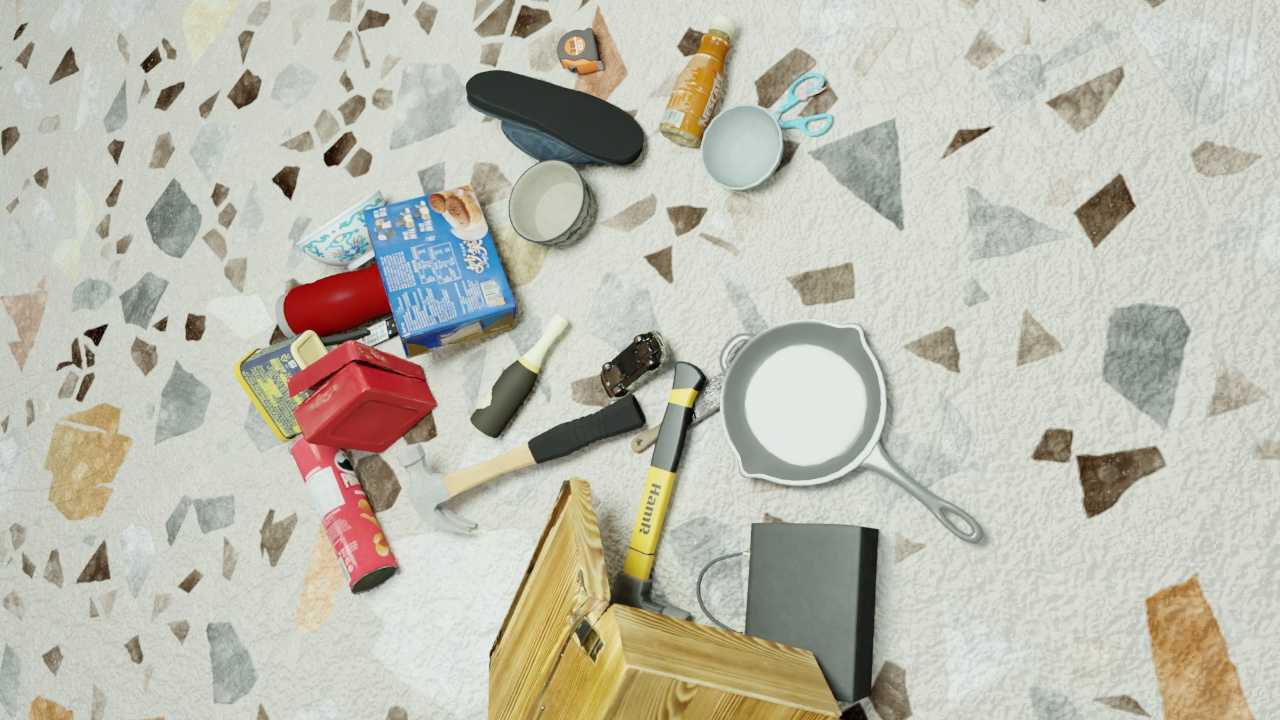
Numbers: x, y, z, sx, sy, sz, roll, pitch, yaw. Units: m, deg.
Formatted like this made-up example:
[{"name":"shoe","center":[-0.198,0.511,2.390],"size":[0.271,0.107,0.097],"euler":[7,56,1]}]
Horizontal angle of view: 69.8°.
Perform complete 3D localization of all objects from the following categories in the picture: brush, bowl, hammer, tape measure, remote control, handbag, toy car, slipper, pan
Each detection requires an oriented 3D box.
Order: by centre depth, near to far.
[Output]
[{"name":"handbag","center":[0.151,0.264,1.009],"size":[0.196,0.072,0.175],"euler":[0,79,29]},{"name":"pan","center":[0.231,0.084,1.030],"size":[0.354,0.024,0.216],"euler":[40,96,26]},{"name":"hammer","center":[0.015,0.159,1.103],"size":[0.170,0.034,0.324],"euler":[14,88,28]},{"name":"brush","center":[0.049,0.068,1.124],"size":[0.151,0.012,0.039],"euler":[-33,68,16]},{"name":"bowl","center":[0.131,-0.260,1.137],"size":[0.106,0.039,0.106],"euler":[-2,87,27]},{"name":"toy car","center":[-0.007,0.007,1.151],"size":[0.113,0.040,0.048],"euler":[-39,65,32]},{"name":"hammer","center":[-0.149,0.122,1.173],"size":[0.329,0.039,0.131],"euler":[-22,97,14]},{"name":"bowl","center":[-0.113,-0.204,1.231],"size":[0.116,0.059,0.115],"euler":[-6,77,24]},{"name":"slipper","center":[-0.117,-0.313,1.254],"size":[0.266,0.084,0.108],"euler":[24,51,15]},{"name":"tape measure","center":[-0.085,-0.427,1.280],"size":[0.059,0.038,0.058],"euler":[-12,74,8]},{"name":"remote control","center":[-0.357,-0.050,1.337],"size":[0.124,0.011,0.028],"euler":[-22,71,19]},{"name":"bowl","center":[-0.423,-0.180,1.348],"size":[0.144,0.143,0.074],"euler":[-27,109,17]}]

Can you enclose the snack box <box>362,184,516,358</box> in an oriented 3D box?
[{"name":"snack box","center":[-0.272,-0.123,1.244],"size":[0.155,0.069,0.202],"euler":[-17,69,-13]}]

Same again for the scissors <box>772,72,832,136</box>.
[{"name":"scissors","center":[0.179,-0.292,1.145],"size":[0.143,0.015,0.095],"euler":[-35,67,21]}]

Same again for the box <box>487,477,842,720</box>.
[{"name":"box","center":[-0.018,0.344,1.001],"size":[0.280,0.286,0.336],"euler":[-65,20,19]}]

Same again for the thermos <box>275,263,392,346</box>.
[{"name":"thermos","center":[-0.428,-0.076,1.334],"size":[0.199,0.084,0.108],"euler":[-15,67,19]}]

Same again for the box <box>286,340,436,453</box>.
[{"name":"box","center":[-0.375,0.054,1.244],"size":[0.130,0.157,0.097],"euler":[-35,64,16]}]

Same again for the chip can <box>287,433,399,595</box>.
[{"name":"chip can","center":[-0.413,0.206,1.276],"size":[0.073,0.073,0.233],"euler":[-38,67,13]}]

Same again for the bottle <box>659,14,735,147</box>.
[{"name":"bottle","center":[0.078,-0.360,1.176],"size":[0.059,0.059,0.167],"euler":[20,88,27]}]

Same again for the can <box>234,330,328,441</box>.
[{"name":"can","center":[-0.493,0.036,1.317],"size":[0.104,0.075,0.135],"euler":[-19,113,18]}]

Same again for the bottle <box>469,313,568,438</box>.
[{"name":"bottle","center":[-0.155,0.017,1.211],"size":[0.045,0.045,0.184],"euler":[39,96,26]}]
